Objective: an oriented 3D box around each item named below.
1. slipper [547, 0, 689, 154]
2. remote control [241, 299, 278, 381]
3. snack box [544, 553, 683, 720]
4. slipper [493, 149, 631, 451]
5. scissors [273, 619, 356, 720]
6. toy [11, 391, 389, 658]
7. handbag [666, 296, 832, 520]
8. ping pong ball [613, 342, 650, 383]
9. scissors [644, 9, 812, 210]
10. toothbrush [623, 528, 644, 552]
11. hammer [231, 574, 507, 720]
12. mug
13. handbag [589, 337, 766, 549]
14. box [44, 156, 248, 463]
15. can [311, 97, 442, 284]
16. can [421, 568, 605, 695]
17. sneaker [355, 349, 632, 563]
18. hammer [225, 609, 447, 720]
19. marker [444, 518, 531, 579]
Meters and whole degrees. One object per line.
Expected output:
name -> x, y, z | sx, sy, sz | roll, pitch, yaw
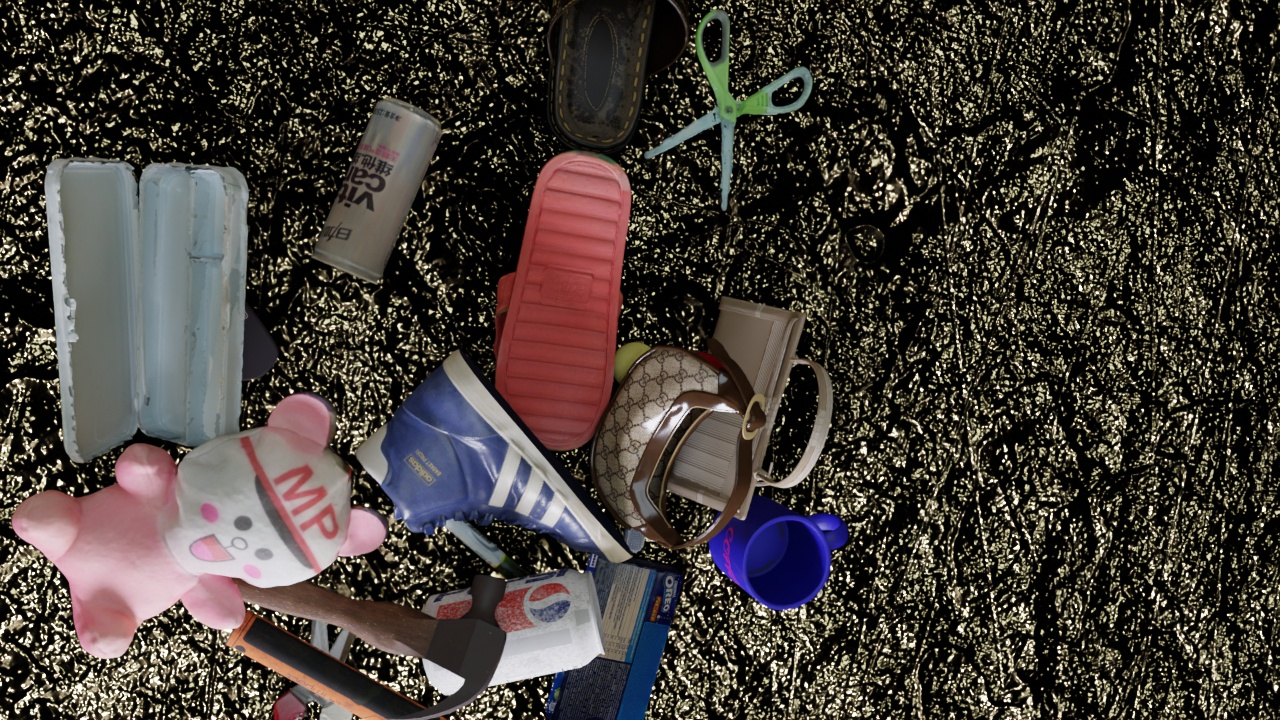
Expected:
slipper -> -0.014, -0.300, 0.734 | 0.113, 0.076, 0.268 | 12, 91, -16
remote control -> -0.325, -0.041, 0.704 | 0.046, 0.009, 0.124 | -30, 101, -11
snack box -> -0.022, 0.245, 0.795 | 0.082, 0.027, 0.150 | 17, 90, -16
slipper -> -0.065, -0.047, 0.747 | 0.103, 0.059, 0.249 | 4, 107, -13
scissors -> -0.267, 0.297, 0.741 | 0.187, 0.015, 0.179 | -31, 99, -11
toy -> -0.296, 0.111, 0.635 | 0.213, 0.084, 0.142 | -22, 105, -9
handbag -> 0.096, 0.041, 0.723 | 0.062, 0.198, 0.175 | 17, 89, -16
ping pong ball -> -0.005, 0.005, 0.776 | 0.040, 0.040, 0.040 | -1, 94, -15
scissors -> 0.081, -0.217, 0.796 | 0.167, 0.023, 0.171 | -3, 97, -20
toothbrush -> 0.005, 0.085, 0.797 | 0.016, 0.014, 0.166 | 8, 91, -15
hammer -> -0.258, 0.176, 0.678 | 0.323, 0.033, 0.115 | 17, 66, 2
mug -> 0.125, 0.159, 0.798 | 0.111, 0.083, 0.079 | -17, 98, -13
handbag -> 0.035, 0.067, 0.721 | 0.063, 0.138, 0.167 | 5, 122, -48
box -> -0.354, -0.033, 0.626 | 0.107, 0.124, 0.215 | 8, 98, 27
can -> -0.202, -0.131, 0.708 | 0.054, 0.054, 0.135 | 24, 87, -15
can -> -0.101, 0.215, 0.733 | 0.136, 0.078, 0.078 | -11, 97, -1
sneaker -> -0.116, 0.114, 0.719 | 0.118, 0.091, 0.233 | -38, 119, -3
hammer -> -0.173, 0.281, 0.715 | 0.314, 0.138, 0.034 | 34, 46, -11
marker -> -0.144, 0.143, 0.761 | 0.146, 0.017, 0.017 | 44, 82, -14
